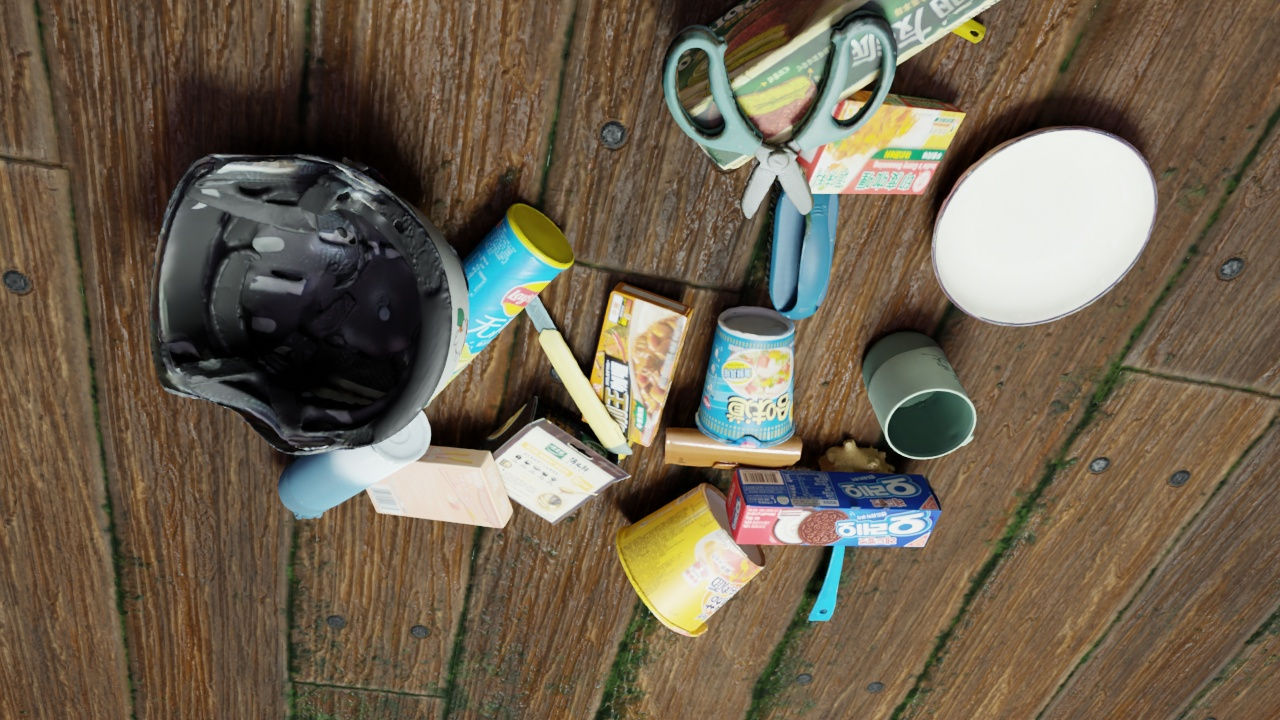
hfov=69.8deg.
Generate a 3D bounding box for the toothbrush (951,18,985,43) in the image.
[{"bbox_3d":[0.185,-0.289,0.702,0.190,0.016,0.016,21,127,-16],"label":"toothbrush"}]

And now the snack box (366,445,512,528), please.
[{"bbox_3d":[-0.213,0.125,0.934,0.157,0.026,0.084,3,127,21],"label":"snack box"}]

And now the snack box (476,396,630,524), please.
[{"bbox_3d":[-0.090,0.102,0.932,0.113,0.053,0.126,37,123,-24],"label":"snack box"}]

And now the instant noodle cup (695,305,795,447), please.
[{"bbox_3d":[0.105,0.011,0.866,0.099,0.099,0.110,2,117,-4],"label":"instant noodle cup"}]

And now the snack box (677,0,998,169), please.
[{"bbox_3d":[0.138,-0.244,0.654,0.241,0.114,0.063,-30,126,25],"label":"snack box"}]

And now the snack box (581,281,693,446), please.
[{"bbox_3d":[-0.005,0.005,0.878,0.075,0.026,0.154,20,123,8],"label":"snack box"}]

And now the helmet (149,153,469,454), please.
[{"bbox_3d":[-0.249,-0.049,0.750,0.274,0.156,0.230,13,99,12],"label":"helmet"}]

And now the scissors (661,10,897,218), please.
[{"bbox_3d":[0.106,-0.176,0.628,0.181,0.019,0.170,-26,126,22],"label":"scissors"}]

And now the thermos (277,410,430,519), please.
[{"bbox_3d":[-0.282,0.096,0.878,0.070,0.070,0.221,38,138,-25],"label":"thermos"}]

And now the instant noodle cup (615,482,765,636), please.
[{"bbox_3d":[0.058,0.204,0.975,0.110,0.138,0.138,-38,118,12],"label":"instant noodle cup"}]

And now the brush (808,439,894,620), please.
[{"bbox_3d":[0.221,0.197,1.017,0.083,0.045,0.255,1,119,-8],"label":"brush"}]

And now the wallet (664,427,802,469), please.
[{"bbox_3d":[0.089,0.090,0.921,0.132,0.031,0.108,4,165,2],"label":"wallet"}]

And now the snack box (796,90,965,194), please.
[{"bbox_3d":[0.189,-0.172,0.731,0.155,0.027,0.077,-8,133,-38],"label":"snack box"}]

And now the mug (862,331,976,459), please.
[{"bbox_3d":[0.271,0.036,0.876,0.111,0.106,0.082,31,117,-21],"label":"mug"}]

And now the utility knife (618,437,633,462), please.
[{"bbox_3d":[-0.002,0.049,0.929,0.033,0.015,0.171,18,122,-11],"label":"utility knife"}]

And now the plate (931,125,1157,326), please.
[{"bbox_3d":[0.350,-0.120,0.813,0.192,0.039,0.193,-1,125,-2],"label":"plate"}]

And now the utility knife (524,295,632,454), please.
[{"bbox_3d":[-0.068,0.008,0.875,0.031,0.022,0.212,-19,116,28],"label":"utility knife"}]

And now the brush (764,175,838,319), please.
[{"bbox_3d":[0.143,-0.097,0.799,0.055,0.073,0.144,-4,124,-6],"label":"brush"}]

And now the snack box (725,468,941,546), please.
[{"bbox_3d":[0.195,0.149,0.928,0.207,0.057,0.058,3,126,-10],"label":"snack box"}]

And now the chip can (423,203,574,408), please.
[{"bbox_3d":[-0.154,-0.045,0.825,0.071,0.071,0.211,37,116,-24],"label":"chip can"}]
